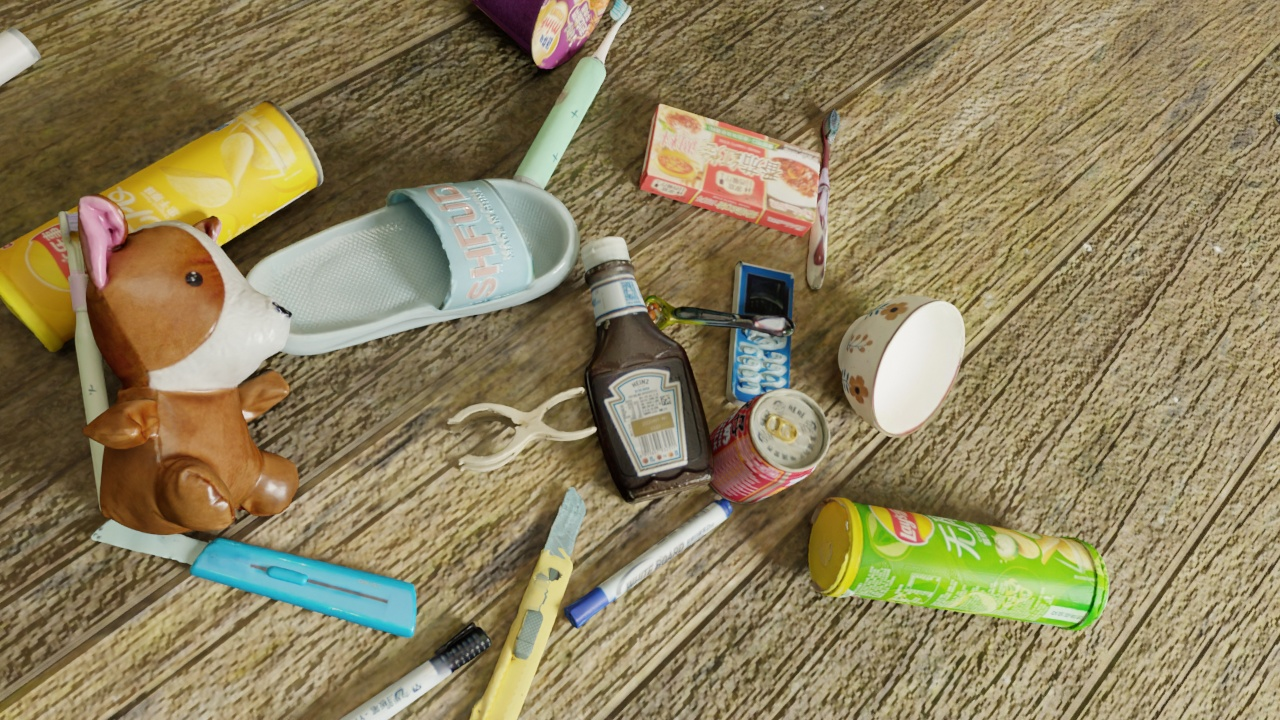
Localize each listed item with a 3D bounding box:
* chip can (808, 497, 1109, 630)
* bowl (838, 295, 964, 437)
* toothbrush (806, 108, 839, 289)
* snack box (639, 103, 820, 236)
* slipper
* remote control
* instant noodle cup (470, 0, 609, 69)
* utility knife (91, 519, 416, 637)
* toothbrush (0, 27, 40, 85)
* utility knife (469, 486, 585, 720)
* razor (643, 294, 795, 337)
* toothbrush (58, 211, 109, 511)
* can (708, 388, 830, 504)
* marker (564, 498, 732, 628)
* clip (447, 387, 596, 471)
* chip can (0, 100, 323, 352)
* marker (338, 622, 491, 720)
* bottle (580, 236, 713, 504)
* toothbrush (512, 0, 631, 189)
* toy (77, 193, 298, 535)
[{"bbox_3d":[0.239,0.154,0.687,0.221,0.073,0.072,11,67,-12],"label":"chip can"},{"bbox_3d":[0.198,-0.002,0.730,0.113,0.113,0.062,-35,40,-25],"label":"bowl"},{"bbox_3d":[0.163,-0.145,0.811,0.016,0.017,0.187,14,66,-10],"label":"toothbrush"},{"bbox_3d":[0.079,-0.163,0.789,0.153,0.026,0.075,15,66,-11],"label":"snack box"},{"bbox_3d":[-0.161,-0.077,0.660,0.245,0.074,0.104,-21,76,-21],"label":"slipper"},{"bbox_3d":[0.096,-0.020,0.739,0.049,0.024,0.124,12,68,-12],"label":"remote control"},{"bbox_3d":[-0.090,-0.316,0.760,0.099,0.112,0.111,36,64,10],"label":"instant noodle cup"},{"bbox_3d":[-0.242,0.135,0.586,0.206,0.018,0.034,17,66,-8],"label":"utility knife"},{"bbox_3d":[-0.504,-0.151,0.615,0.220,0.026,0.027,-52,124,-26],"label":"toothbrush"},{"bbox_3d":[-0.075,0.177,0.622,0.031,0.020,0.194,26,60,-12],"label":"utility knife"},{"bbox_3d":[0.050,-0.032,0.715,0.143,0.022,0.042,5,70,1],"label":"razor"},{"bbox_3d":[-0.336,0.004,0.564,0.020,0.029,0.189,0,98,13],"label":"toothbrush"},{"bbox_3d":[0.090,0.063,0.667,0.066,0.094,0.066,6,68,-14],"label":"can"},{"bbox_3d":[0.008,0.142,0.656,0.145,0.017,0.017,-31,81,-24],"label":"marker"},{"bbox_3d":[-0.083,0.060,0.645,0.104,0.035,0.080,0,71,-10],"label":"clip"},{"bbox_3d":[-0.323,-0.094,0.620,0.212,0.072,0.072,-41,85,-25],"label":"chip can"},{"bbox_3d":[-0.154,0.211,0.582,0.130,0.018,0.022,-30,72,-25],"label":"marker"},{"bbox_3d":[-0.004,0.004,0.678,0.080,0.044,0.194,-14,79,-7],"label":"bottle"},{"bbox_3d":[-0.052,-0.226,0.774,0.027,0.027,0.224,41,60,-31],"label":"toothbrush"},{"bbox_3d":[-0.270,0.004,0.554,0.130,0.140,0.199,-13,88,1],"label":"toy"}]
